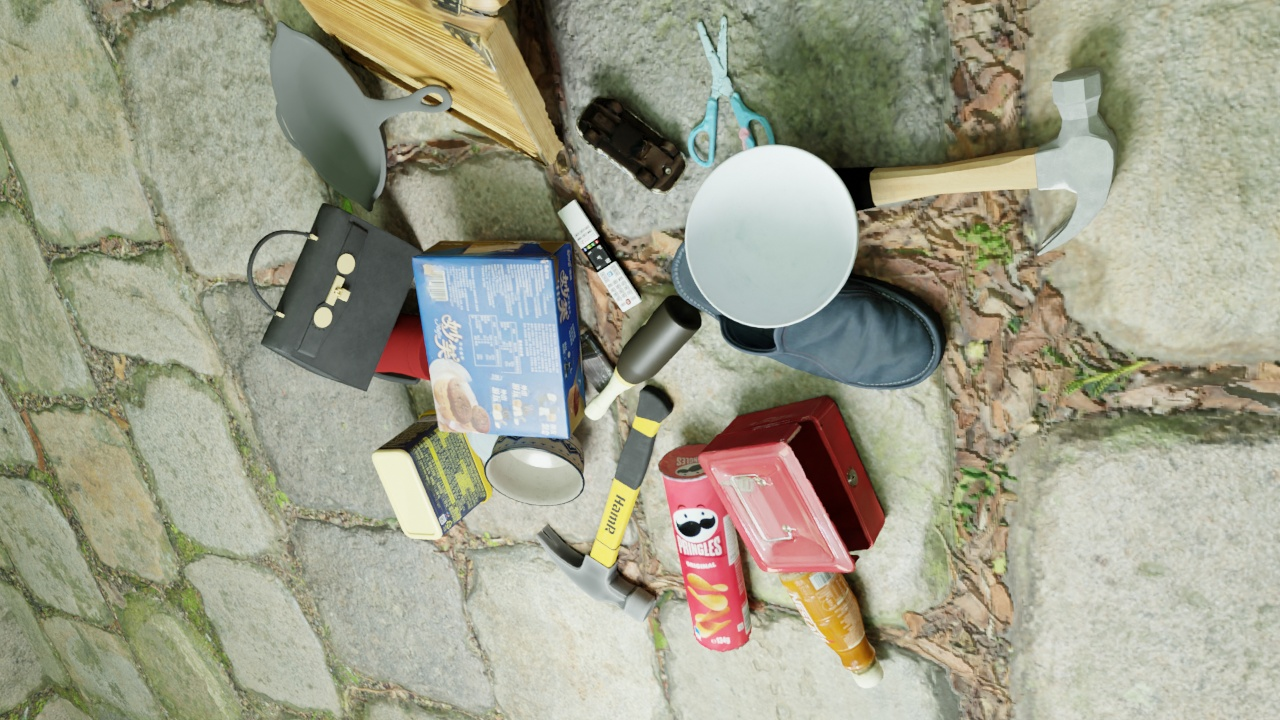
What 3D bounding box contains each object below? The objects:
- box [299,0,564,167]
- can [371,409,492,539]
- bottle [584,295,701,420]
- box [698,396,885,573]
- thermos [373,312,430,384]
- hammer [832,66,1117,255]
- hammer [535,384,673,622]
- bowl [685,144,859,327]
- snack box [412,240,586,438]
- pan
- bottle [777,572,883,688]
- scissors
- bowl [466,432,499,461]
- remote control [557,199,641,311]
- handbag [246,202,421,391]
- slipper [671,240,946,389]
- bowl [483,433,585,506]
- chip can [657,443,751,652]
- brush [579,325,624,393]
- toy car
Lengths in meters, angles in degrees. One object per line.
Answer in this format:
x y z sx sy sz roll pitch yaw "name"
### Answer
-0.167 -0.384 0.814 0.279 0.285 0.336 32 169 12 "box"
-0.265 0.146 1.168 0.075 0.104 0.135 -5 112 34 "can"
-0.006 0.006 0.966 0.045 0.045 0.185 45 128 3 "bottle"
0.153 0.127 0.915 0.130 0.097 0.157 -15 110 41 "box"
-0.324 -0.018 1.134 0.199 0.083 0.108 9 136 25 "thermos"
0.210 -0.145 0.759 0.329 0.039 0.131 -1 115 33 "hammer"
-0.026 0.161 1.079 0.170 0.033 0.325 29 126 17 "hammer"
0.118 -0.101 0.759 0.144 0.074 0.144 3 96 28 "bowl"
-0.148 -0.023 0.987 0.155 0.069 0.203 2 114 13 "snack box"
-0.296 -0.264 0.973 0.355 0.024 0.217 8 127 45 "pan"
0.208 0.275 0.975 0.059 0.059 0.167 -22 105 38 "bottle"
0.064 -0.234 0.821 0.095 0.015 0.142 -16 100 37 "scissors"
-0.174 0.090 1.124 0.106 0.039 0.106 15 122 25 "bowl"
-0.041 -0.109 0.950 0.028 0.011 0.124 -29 98 39 "remote control"
-0.349 -0.081 0.995 0.072 0.195 0.175 16 80 24 "handbag"
0.138 -0.036 0.834 0.266 0.083 0.109 25 123 17 "slipper"
-0.117 0.112 1.059 0.115 0.059 0.116 5 139 4 "bowl"
0.075 0.210 1.014 0.073 0.072 0.233 3 117 30 "chip can"
-0.070 -0.023 1.014 0.039 0.012 0.151 -31 97 37 "brush"
-0.008 -0.201 0.861 0.113 0.040 0.048 38 89 1 "toy car"
